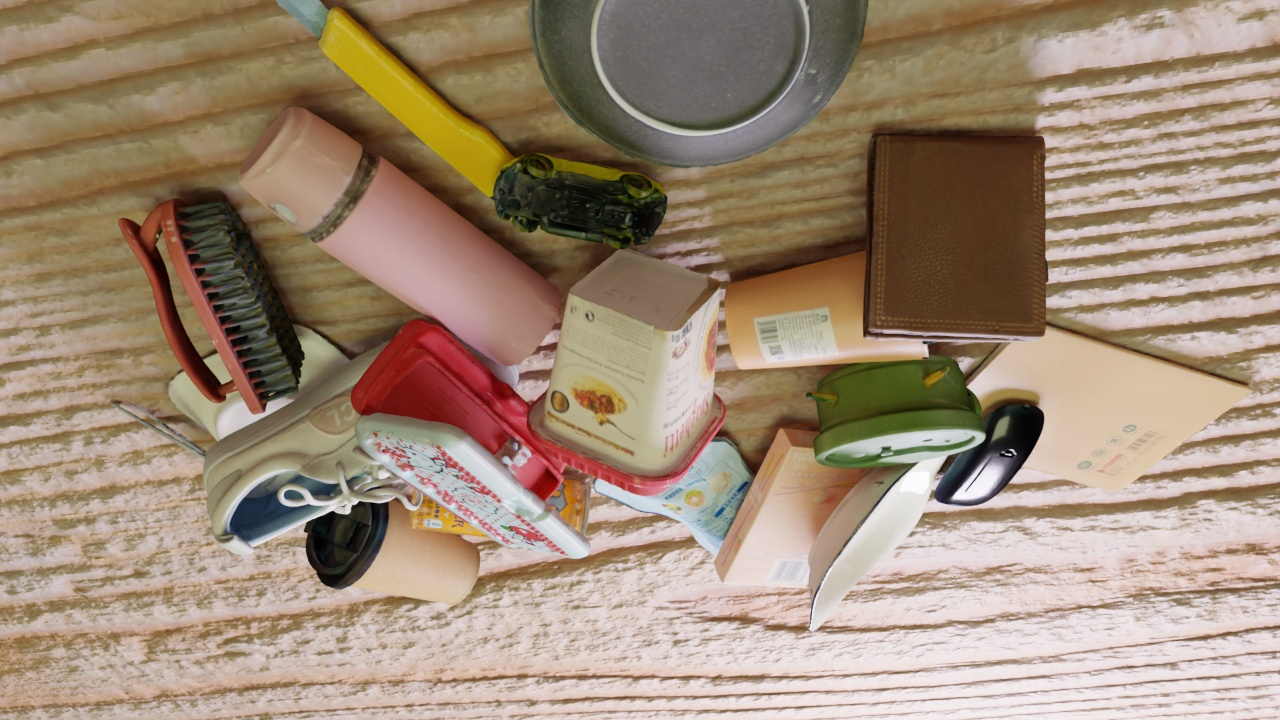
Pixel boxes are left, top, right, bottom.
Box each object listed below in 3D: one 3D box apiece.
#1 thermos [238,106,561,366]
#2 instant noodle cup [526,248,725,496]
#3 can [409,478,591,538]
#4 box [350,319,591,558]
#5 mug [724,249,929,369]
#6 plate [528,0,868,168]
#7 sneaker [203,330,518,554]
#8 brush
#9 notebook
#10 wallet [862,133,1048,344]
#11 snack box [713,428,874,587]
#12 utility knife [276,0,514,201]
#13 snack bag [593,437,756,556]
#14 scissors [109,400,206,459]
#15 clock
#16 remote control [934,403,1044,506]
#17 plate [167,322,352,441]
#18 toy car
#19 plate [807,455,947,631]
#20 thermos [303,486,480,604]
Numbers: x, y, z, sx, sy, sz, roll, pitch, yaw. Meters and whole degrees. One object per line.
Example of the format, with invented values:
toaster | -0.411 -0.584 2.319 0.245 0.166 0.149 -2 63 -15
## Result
thermos | -0.148 -0.071 0.569 0.198 0.067 0.087 35 157 -32
instant noodle cup | -0.004 0.004 0.603 0.117 0.116 0.124 21 127 18
can | -0.118 0.122 0.776 0.146 0.058 0.058 9 137 -9
box | -0.095 0.069 0.609 0.101 0.095 0.201 28 164 36
mug | 0.121 -0.030 0.600 0.123 0.078 0.078 -9 137 16
plate | 0.030 -0.171 0.483 0.179 0.024 0.180 0 137 0
sneaker | -0.196 0.061 0.648 0.242 0.090 0.089 -26 135 -1
brush | -0.276 -0.036 0.594 0.069 0.063 0.146 -15 125 -5
notebook | 0.344 0.042 0.722 0.207 0.008 0.148 15 136 -14
wallet | 0.183 -0.071 0.532 0.101 0.124 0.032 2 175 4
snack box | 0.128 0.127 0.767 0.084 0.026 0.158 8 122 -21
utility knife | -0.140 -0.159 0.503 0.033 0.015 0.223 -27 133 27
snack bag | 0.060 0.118 0.785 0.111 0.038 0.191 -31 128 30
scissors | -0.343 0.081 0.740 0.181 0.014 0.160 27 155 3
clock | 0.185 0.041 0.663 0.116 0.056 0.161 -12 161 22
remote control | 0.282 0.085 0.744 0.053 0.024 0.137 6 137 -6
plate | -0.270 0.050 0.718 0.164 0.034 0.164 -25 131 25
toy car | -0.036 -0.099 0.552 0.105 0.032 0.048 7 137 -16
plate | 0.186 0.136 0.753 0.164 0.034 0.164 -37 149 -25
thermos | -0.215 0.168 0.812 0.093 0.093 0.143 -29 138 28
